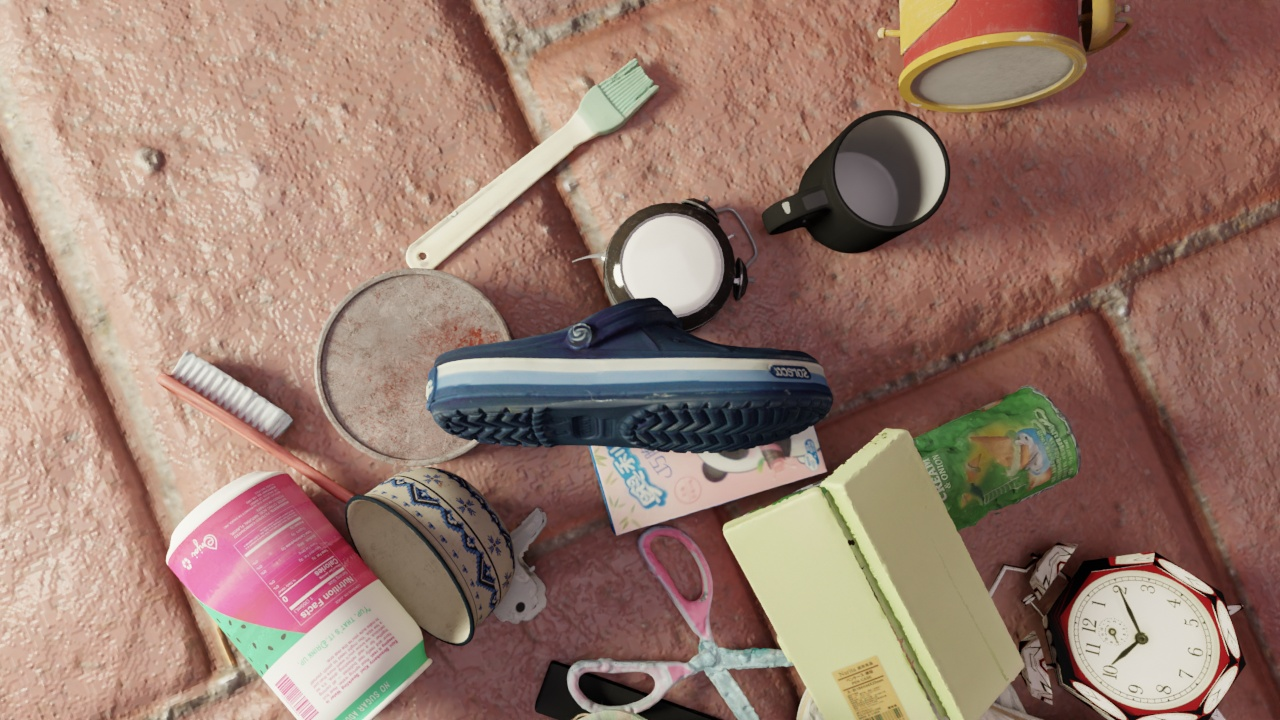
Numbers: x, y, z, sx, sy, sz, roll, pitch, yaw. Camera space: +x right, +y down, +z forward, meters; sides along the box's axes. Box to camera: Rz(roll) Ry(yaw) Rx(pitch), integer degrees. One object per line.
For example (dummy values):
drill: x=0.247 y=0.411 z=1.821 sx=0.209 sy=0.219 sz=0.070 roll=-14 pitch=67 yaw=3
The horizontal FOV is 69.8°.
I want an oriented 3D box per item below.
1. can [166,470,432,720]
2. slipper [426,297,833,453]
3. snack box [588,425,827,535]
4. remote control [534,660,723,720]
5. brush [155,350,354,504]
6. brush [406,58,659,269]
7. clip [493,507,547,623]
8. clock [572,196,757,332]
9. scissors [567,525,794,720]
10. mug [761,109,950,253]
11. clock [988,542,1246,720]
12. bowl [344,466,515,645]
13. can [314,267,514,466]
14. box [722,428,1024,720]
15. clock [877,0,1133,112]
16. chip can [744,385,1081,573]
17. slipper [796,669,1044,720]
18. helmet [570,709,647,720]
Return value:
can: x=-0.214 y=0.154 z=0.581 sx=0.088 sy=0.088 sz=0.166 roll=-42 pitch=86 yaw=-5
slipper: x=-0.003 y=0.003 z=0.567 sx=0.252 sy=0.105 sz=0.095 roll=0 pitch=66 yaw=-8
snack box: x=0.043 y=0.057 z=0.636 sx=0.154 sy=0.033 sz=0.088 roll=-16 pitch=87 yaw=-5
remote control: x=0.003 y=0.249 z=0.634 sx=0.150 sy=0.013 sz=0.034 roll=20 pitch=82 yaw=-3
brush: x=-0.243 y=0.051 z=0.618 sx=0.172 sy=0.041 sz=0.030 roll=35 pitch=71 yaw=-4
brush: x=-0.078 y=-0.135 z=0.647 sx=0.217 sy=0.012 sz=0.033 roll=-40 pitch=90 yaw=-3
clip: x=-0.090 y=0.154 z=0.625 sx=0.101 sy=0.041 sz=0.054 roll=-44 pitch=78 yaw=-4
clock: x=0.025 y=-0.066 z=0.634 sx=0.122 sy=0.044 sz=0.091 roll=-29 pitch=90 yaw=-5
scissors: x=0.026 y=0.205 z=0.631 sx=0.168 sy=0.014 sz=0.170 roll=-33 pitch=88 yaw=-12
mug: x=0.138 y=-0.112 z=0.621 sx=0.113 sy=0.088 sz=0.078 roll=-19 pitch=89 yaw=-5
clock: x=0.316 y=0.187 z=0.628 sx=0.155 sy=0.065 sz=0.114 roll=10 pitch=74 yaw=23
bowl: x=-0.127 y=0.117 z=0.587 sx=0.115 sy=0.116 sz=0.059 roll=51 pitch=52 yaw=0
can: x=-0.148 y=0.005 z=0.619 sx=0.130 sy=0.044 sz=0.130 roll=0 pitch=88 yaw=-4
box: x=0.150 y=0.152 z=0.568 sx=0.140 sy=0.048 sz=0.188 roll=-28 pitch=101 yaw=-2
clock: x=0.251 y=-0.229 z=0.623 sx=0.158 sy=0.117 sz=0.081 roll=1 pitch=84 yaw=-9
chip can: x=0.185 y=0.092 z=0.624 sx=0.223 sy=0.075 sz=0.075 roll=-25 pitch=89 yaw=-4
slipper: x=0.240 y=0.277 z=0.628 sx=0.273 sy=0.054 sz=0.114 roll=14 pitch=88 yaw=3
helmet: x=-0.022 y=0.310 z=0.535 sx=0.236 sy=0.192 sz=0.225 roll=-1 pitch=119 yaw=-21
